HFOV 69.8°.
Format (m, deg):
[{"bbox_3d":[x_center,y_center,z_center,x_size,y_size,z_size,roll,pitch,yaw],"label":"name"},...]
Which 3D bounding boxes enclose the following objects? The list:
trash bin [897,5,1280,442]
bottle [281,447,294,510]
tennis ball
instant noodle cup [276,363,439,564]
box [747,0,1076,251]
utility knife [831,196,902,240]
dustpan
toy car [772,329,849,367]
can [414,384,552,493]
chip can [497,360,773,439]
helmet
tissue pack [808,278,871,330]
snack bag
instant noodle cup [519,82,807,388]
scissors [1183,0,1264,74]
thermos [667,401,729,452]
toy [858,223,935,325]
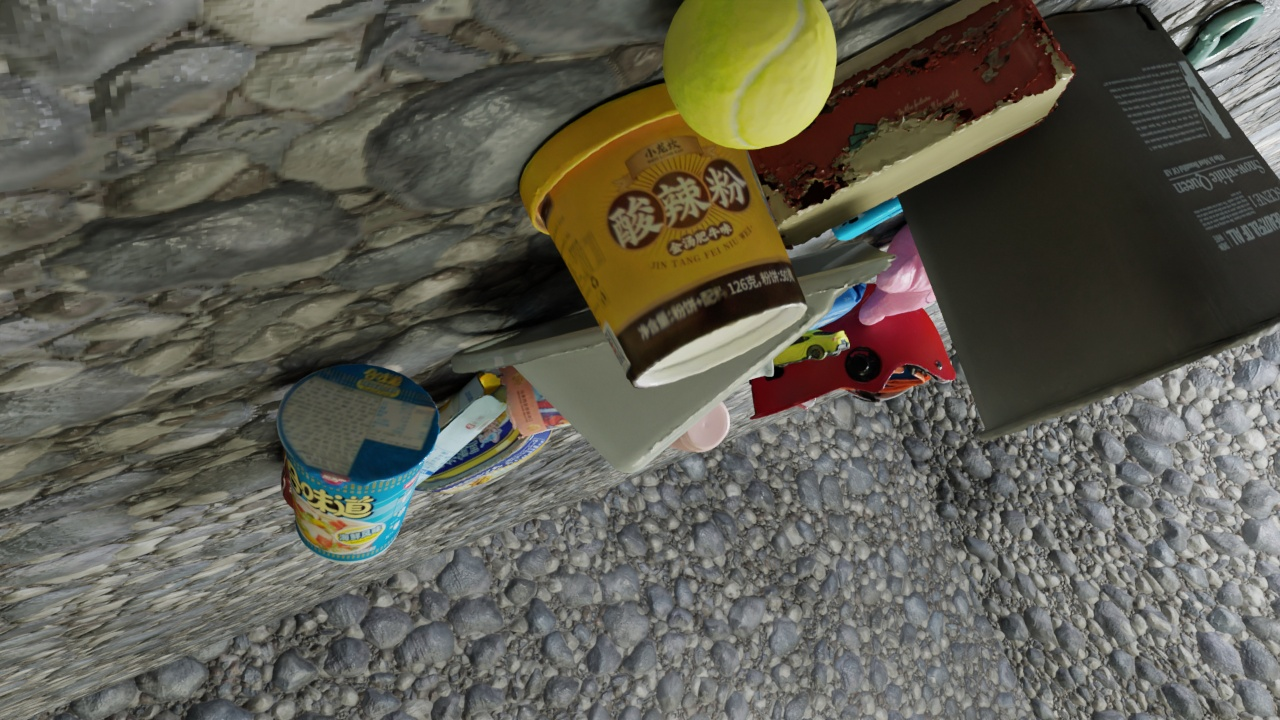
[{"bbox_3d":[0.293,-0.091,0.601,0.198,0.219,0.199,-17,169,-32],"label":"trash bin"},{"bbox_3d":[-0.259,0.090,0.739,0.057,0.057,0.175,-19,169,-27],"label":"bottle"},{"bbox_3d":[0.041,-0.114,0.348,0.065,0.065,0.065,-23,170,-4],"label":"tennis ball"},{"bbox_3d":[-0.189,0.075,0.603,0.099,0.099,0.110,-17,144,-36],"label":"instant noodle cup"},{"bbox_3d":[0.141,-0.122,0.499,0.168,0.077,0.091,-26,171,12],"label":"box"},{"bbox_3d":[0.244,-0.148,0.767,0.179,0.018,0.034,-28,169,16],"label":"utility knife"},{"bbox_3d":[0.011,-0.036,0.609,0.258,0.142,0.222,-43,-179,13],"label":"dustpan"},{"bbox_3d":[0.161,-0.012,0.942,0.105,0.032,0.048,-15,177,33],"label":"toy car"},{"bbox_3d":[-0.154,0.073,0.847,0.148,0.074,0.049,-26,166,9],"label":"can"},{"bbox_3d":[-0.004,0.004,0.750,0.215,0.071,0.071,-14,170,1],"label":"chip can"},{"bbox_3d":[0.234,-0.015,1.090,0.240,0.144,0.207,-10,174,-11],"label":"helmet"},{"bbox_3d":[0.158,-0.055,0.954,0.157,0.052,0.095,-19,171,-22],"label":"tissue pack"},{"bbox_3d":[-0.190,0.086,0.772,0.191,0.039,0.110,-42,-173,4],"label":"snack bag"},{"bbox_3d":[0.015,-0.056,0.450,0.118,0.114,0.118,-22,169,-5],"label":"instant noodle cup"},{"bbox_3d":[0.403,-0.223,0.743,0.179,0.019,0.170,-25,171,3],"label":"scissors"},{"bbox_3d":[0.023,0.045,0.969,0.067,0.087,0.199,15,176,-25],"label":"thermos"},{"bbox_3d":[0.299,-0.112,0.919,0.178,0.074,0.195,-38,166,-5],"label":"toy"}]
